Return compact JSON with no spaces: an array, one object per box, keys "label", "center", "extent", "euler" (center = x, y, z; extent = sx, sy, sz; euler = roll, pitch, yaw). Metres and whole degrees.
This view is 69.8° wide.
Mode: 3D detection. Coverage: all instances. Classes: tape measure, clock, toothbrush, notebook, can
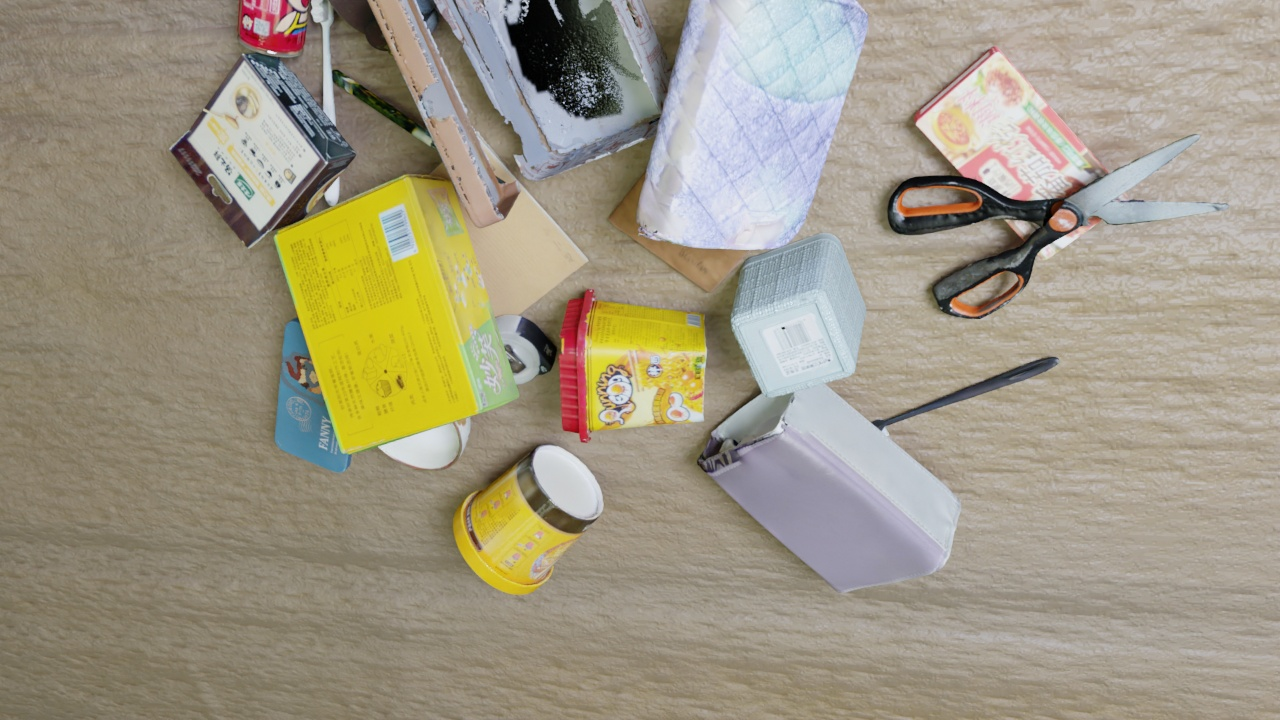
[{"label":"tape measure","center":[-0.122,-0.009,0.874],"extent":[0.066,0.033,0.066],"euler":[-28,118,25]},{"label":"clock","center":[-0.198,-0.287,0.714],"extent":[0.055,0.081,0.122],"euler":[-17,112,28]},{"label":"toothbrush","center":[-0.271,-0.221,0.791],"extent":[0.016,0.016,0.180],"euler":[13,115,16]},{"label":"notebook","center":[-0.171,-0.092,0.859],"extent":[0.212,0.012,0.149],"euler":[-34,107,29]},{"label":"toothbrush","center":[0.276,0.035,0.804],"extent":[0.181,0.015,0.018],"euler":[-27,115,27]},{"label":"toothbrush","center":[-0.191,-0.197,0.788],"extent":[0.186,0.017,0.012],"euler":[34,91,3]},{"label":"can","center":[-0.291,-0.318,0.738],"extent":[0.053,0.053,0.133],"euler":[23,122,2]}]

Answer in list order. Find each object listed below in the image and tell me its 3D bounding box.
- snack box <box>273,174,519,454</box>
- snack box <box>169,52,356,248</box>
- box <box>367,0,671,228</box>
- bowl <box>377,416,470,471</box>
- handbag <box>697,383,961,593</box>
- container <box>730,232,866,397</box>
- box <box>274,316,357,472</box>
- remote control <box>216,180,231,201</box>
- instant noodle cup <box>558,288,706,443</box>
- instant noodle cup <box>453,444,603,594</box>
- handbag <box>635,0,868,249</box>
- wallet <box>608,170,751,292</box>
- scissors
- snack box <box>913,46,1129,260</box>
[{"label":"snack box","center":[-0.216,-0.038,0.811],"extent":[0.158,0.070,0.210],"euler":[-17,91,23]},{"label":"snack box","center":[-0.328,-0.181,0.796],"extent":[0.126,0.053,0.113],"euler":[-35,93,32]},{"label":"box","center":[-0.087,-0.214,0.658],"extent":[0.157,0.192,0.183],"euler":[-17,113,22]},{"label":"bowl","center":[-0.217,0.050,0.918],"extent":[0.113,0.062,0.114],"euler":[11,127,14]},{"label":"handbag","center":[0.167,0.114,0.830],"extent":[0.197,0.098,0.145],"euler":[40,137,-10]},{"label":"container","center":[0.129,-0.034,0.749],"extent":[0.090,0.111,0.090],"euler":[-18,113,23]},{"label":"box","center":[-0.319,0.032,0.943],"extent":[0.090,0.059,0.185],"euler":[20,121,5]},{"label":"remote control","center":[-0.333,-0.180,0.848],"extent":[0.136,0.020,0.056],"euler":[-19,112,24]},{"label":"instant noodle cup","center":[-0.005,0.005,0.815],"extent":[0.123,0.115,0.116],"euler":[1,119,1]},{"label":"instant noodle cup","center":[-0.108,0.155,0.925],"extent":[0.118,0.118,0.115],"euler":[41,113,-9]},{"label":"handbag","center":[0.076,-0.179,0.668],"extent":[0.075,0.134,0.194],"euler":[42,126,43]},{"label":"wallet","center":[0.046,-0.123,0.777],"extent":[0.115,0.020,0.101],"euler":[35,123,-9]},{"label":"scissors","center":[0.287,-0.104,0.680],"extent":[0.211,0.021,0.222],"euler":[30,140,5]},{"label":"snack box","center":[0.284,-0.153,0.688],"extent":[0.153,0.025,0.075],"euler":[43,120,-11]}]
